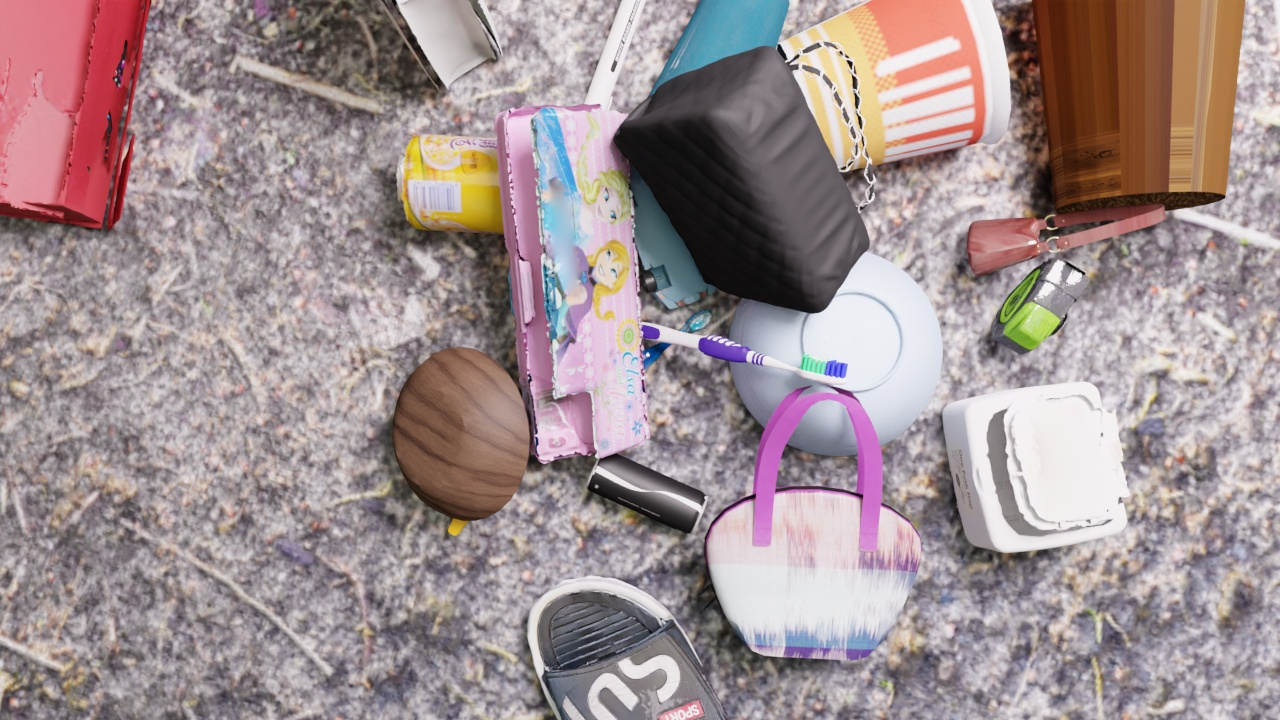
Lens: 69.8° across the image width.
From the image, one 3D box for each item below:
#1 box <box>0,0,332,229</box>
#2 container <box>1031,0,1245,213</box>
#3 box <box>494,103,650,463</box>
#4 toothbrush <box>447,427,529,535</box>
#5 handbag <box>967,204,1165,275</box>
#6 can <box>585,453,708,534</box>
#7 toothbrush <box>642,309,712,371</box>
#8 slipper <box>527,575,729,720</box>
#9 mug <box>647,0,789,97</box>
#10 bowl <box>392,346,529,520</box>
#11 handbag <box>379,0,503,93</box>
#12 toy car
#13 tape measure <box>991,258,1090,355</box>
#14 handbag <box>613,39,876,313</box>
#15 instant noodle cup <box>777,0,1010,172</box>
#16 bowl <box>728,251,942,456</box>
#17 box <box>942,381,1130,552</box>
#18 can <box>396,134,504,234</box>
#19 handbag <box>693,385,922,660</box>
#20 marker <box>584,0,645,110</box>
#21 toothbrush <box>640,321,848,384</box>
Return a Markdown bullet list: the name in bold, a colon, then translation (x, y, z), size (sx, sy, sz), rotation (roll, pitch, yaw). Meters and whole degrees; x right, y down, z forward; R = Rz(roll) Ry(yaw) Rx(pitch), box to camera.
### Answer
- **box**: translation (-0.329, -0.202, 0.588), size (0.426, 0.127, 0.212), rotation (4, 84, 32)
- **container**: translation (0.331, -0.188, 0.612), size (0.132, 0.132, 0.167), rotation (-1, 91, 1)
- **box**: translation (-0.038, -0.048, 0.593), size (0.084, 0.063, 0.230), rotation (-8, 102, -20)
- **toothbrush**: translation (-0.080, 0.039, 0.647), size (0.031, 0.031, 0.196), rotation (32, 89, 0)
- **handbag**: translation (0.283, -0.086, 0.614), size (0.120, 0.055, 0.029), rotation (-9, 116, 27)
- **can**: translation (0.005, 0.091, 0.638), size (0.080, 0.031, 0.031), rotation (24, 86, 3)
- **toothbrush**: translation (-0.004, 0.004, 0.653), size (0.135, 0.017, 0.021), rotation (-34, 93, -2)
- **slipper**: translation (0.012, 0.266, 0.609), size (0.111, 0.063, 0.264), rotation (-23, 87, -1)
- **mug**: translation (0.057, -0.208, 0.644), size (0.078, 0.078, 0.121), rotation (23, 81, 3)
- **bowl**: translation (-0.131, 0.051, 0.616), size (0.119, 0.032, 0.119), rotation (2, 93, 32)
- **handbag**: translation (-0.162, -0.288, 0.616), size (0.074, 0.151, 0.176), rotation (-33, 84, -2)
- **toy car**: translation (0.017, -0.092, 0.656), size (0.060, 0.027, 0.108), rotation (-22, 100, -7)
- **tape measure**: translation (0.273, -0.035, 0.628), size (0.036, 0.058, 0.066), rotation (32, 98, 2)
- **handbag**: translation (0.070, -0.121, 0.579), size (0.114, 0.125, 0.154), rotation (-55, 127, -21)
- **instant noodle cup**: translation (0.164, -0.188, 0.620), size (0.121, 0.123, 0.123), rotation (-17, 85, 7)
- **bowl**: translation (0.137, -0.010, 0.622), size (0.150, 0.075, 0.150), rotation (0, 84, 2)
- **box**: translation (0.267, 0.070, 0.600), size (0.102, 0.102, 0.108), rotation (-10, 87, 1)
- **can**: translation (-0.109, -0.123, 0.641), size (0.105, 0.067, 0.067), rotation (3, 85, 2)
- **handbag**: translation (0.110, 0.099, 0.589), size (0.144, 0.068, 0.170), rotation (2, 106, 2)
- **marker**: translation (-0.017, -0.228, 0.674), size (0.020, 0.017, 0.133), rotation (22, 85, -34)
- **toothbrush**: translation (0.050, -0.009, 0.612), size (0.187, 0.015, 0.016), rotation (14, 101, 33)
